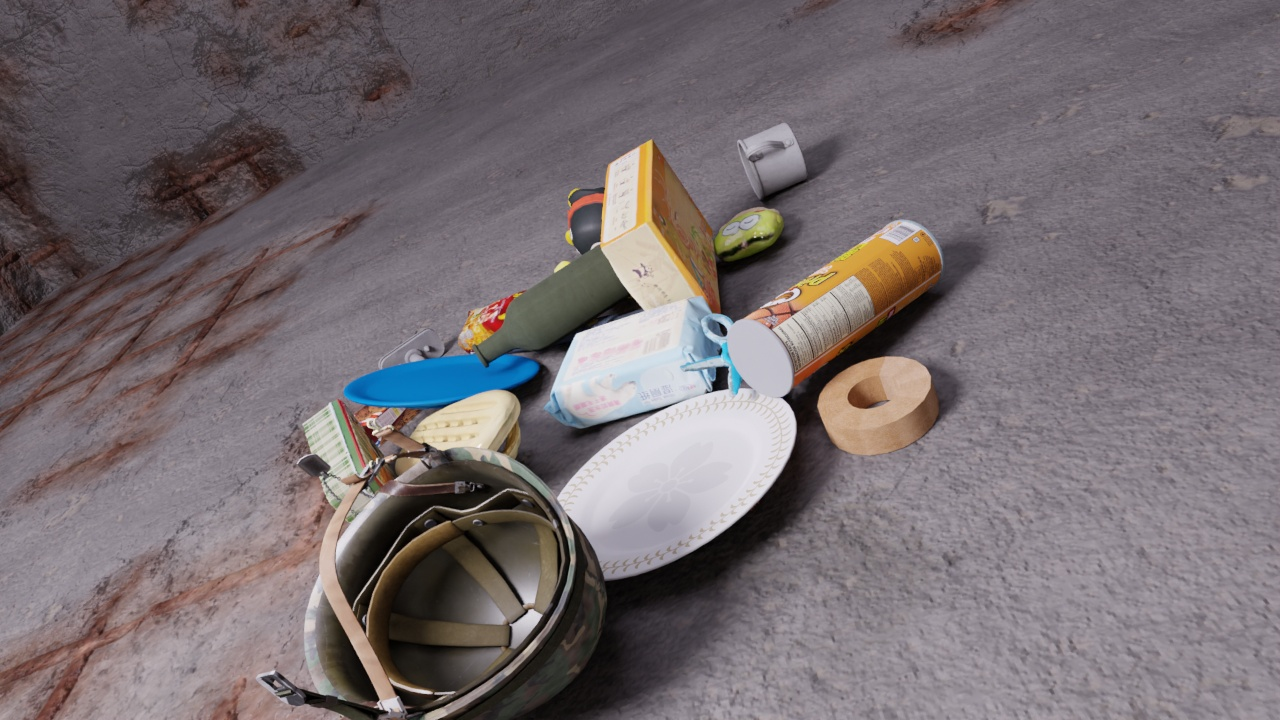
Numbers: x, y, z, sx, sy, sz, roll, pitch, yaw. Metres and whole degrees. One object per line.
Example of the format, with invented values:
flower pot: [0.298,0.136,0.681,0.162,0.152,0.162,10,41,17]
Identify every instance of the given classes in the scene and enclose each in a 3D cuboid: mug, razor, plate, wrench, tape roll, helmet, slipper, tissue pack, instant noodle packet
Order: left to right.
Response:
razor: [-0.281,0.010,1.202,0.088,0.047,0.116,-38,38,-18]
helmet: [-0.142,0.159,0.629,0.224,0.236,0.192,-9,56,12]
plate: [-0.229,0.030,1.072,0.224,0.024,0.224,-5,13,1]
slipper: [-0.177,0.099,0.930,0.262,0.079,0.111,-13,41,58]
instant noodle packet: [-0.176,-0.058,1.221,0.136,0.040,0.098,-18,23,18]
wrench: [-0.066,-0.038,1.110,0.274,0.022,0.073,-9,35,30]
tissue pack: [-0.006,0.006,0.940,0.182,0.070,0.111,-17,30,22]
plate: [0.024,0.104,0.783,0.243,0.016,0.242,-27,21,11]
mug: [0.172,-0.266,1.199,0.070,0.084,0.113,-22,-10,4]
tape roll: [0.196,0.036,0.758,0.094,0.027,0.093,-21,29,12]

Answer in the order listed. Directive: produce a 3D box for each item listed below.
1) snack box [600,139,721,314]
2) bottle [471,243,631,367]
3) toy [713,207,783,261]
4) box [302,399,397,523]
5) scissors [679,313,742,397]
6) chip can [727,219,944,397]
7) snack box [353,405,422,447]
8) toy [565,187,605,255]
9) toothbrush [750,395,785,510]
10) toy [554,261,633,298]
snack box: [0.018,-0.132,1.024,0.081,0.145,0.194,-26,33,20]
bottle: [-0.103,-0.060,1.081,0.206,0.071,0.071,-33,29,-4]
toy: [0.132,-0.158,1.117,0.092,0.046,0.115,-23,20,21]
box: [-0.281,0.123,0.935,0.050,0.118,0.205,-38,28,-9]
scissors: [0.099,-0.002,0.857,0.134,0.012,0.133,13,31,-2]
chip can: [0.180,-0.051,0.830,0.214,0.075,0.075,-32,27,-28]
snack box: [-0.326,0.076,1.135,0.051,0.032,0.140,10,46,48]
toy: [-0.055,-0.183,1.264,0.100,0.097,0.119,-10,35,21]
toothbrush: [0.111,0.065,0.803,0.016,0.018,0.182,-9,30,26]
toy: [-0.049,-0.108,1.174,0.137,0.067,0.105,-9,30,16]
